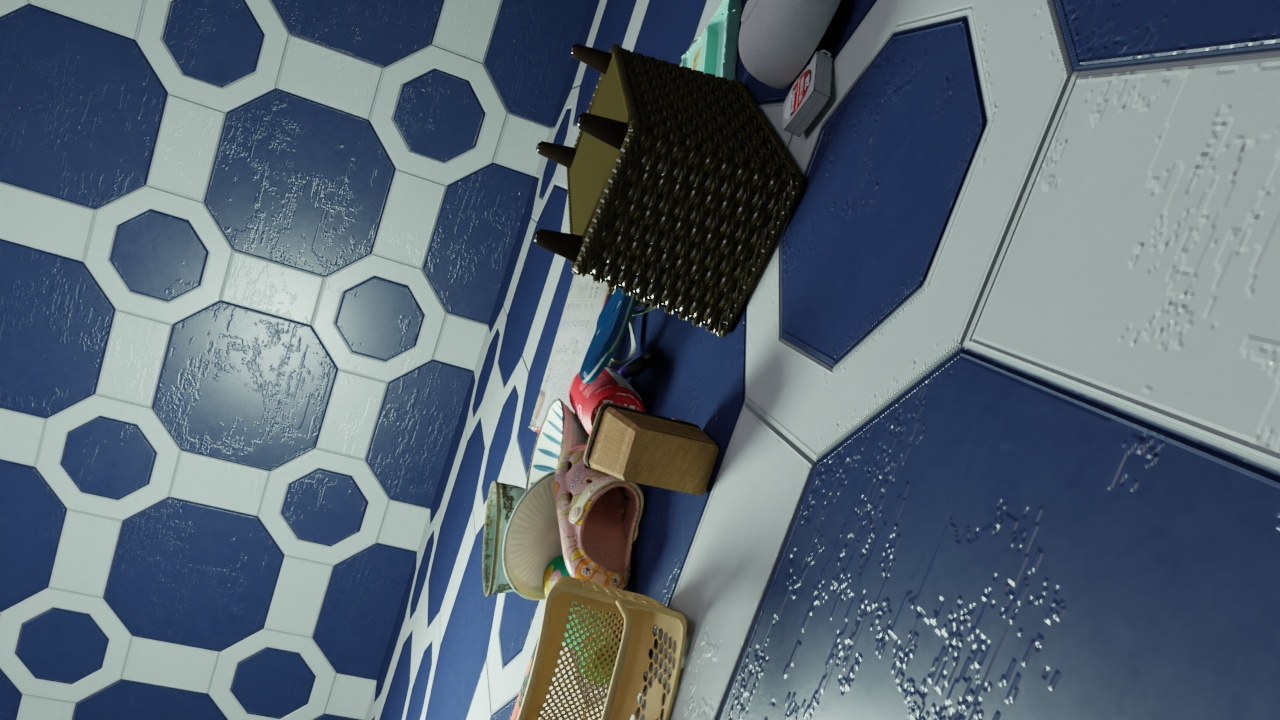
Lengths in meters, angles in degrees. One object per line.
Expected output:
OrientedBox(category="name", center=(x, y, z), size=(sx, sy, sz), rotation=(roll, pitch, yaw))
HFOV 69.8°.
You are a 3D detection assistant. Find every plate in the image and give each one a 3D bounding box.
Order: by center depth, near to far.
OrientedBox(category="plate", center=(-0.102, 0.200, 1.064), size=(0.014, 0.156, 0.157), rotation=(14, 87, 40))

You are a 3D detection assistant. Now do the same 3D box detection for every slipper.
OrientedBox(category="slipper", center=(-0.040, 0.156, 0.992), size=(0.082, 0.093, 0.196), rotation=(-50, 27, 32))
OrientedBox(category="slipper", center=(-0.014, -0.052, 1.143), size=(0.118, 0.060, 0.294), rotation=(-57, 8, 27))

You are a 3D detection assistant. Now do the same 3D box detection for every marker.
OrientedBox(category="marker", center=(-0.007, 0.007, 1.154), size=(0.018, 0.015, 0.134), rotation=(-65, 12, -19))

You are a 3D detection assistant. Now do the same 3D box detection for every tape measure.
OrientedBox(category="tape measure", center=(0.154, -0.242, 0.840), size=(0.062, 0.020, 0.060), rotation=(128, 159, -50))

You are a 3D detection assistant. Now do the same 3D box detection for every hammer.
OrientedBox(category="hammer", center=(-0.141, 0.416, 1.183), size=(0.133, 0.033, 0.333), rotation=(-126, 56, -72))

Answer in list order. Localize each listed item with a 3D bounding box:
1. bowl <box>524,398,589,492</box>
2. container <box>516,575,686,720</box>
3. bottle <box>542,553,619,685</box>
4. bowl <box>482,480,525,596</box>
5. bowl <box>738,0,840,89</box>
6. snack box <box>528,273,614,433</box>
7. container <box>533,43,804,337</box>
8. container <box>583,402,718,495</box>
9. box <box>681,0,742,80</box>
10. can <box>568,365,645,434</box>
OrientedBox(category="bowl", center=(-0.093, 0.141, 1.166), size=(0.177, 0.071, 0.177), rotation=(-167, 91, -74))
OrientedBox(category="container", center=(-0.039, 0.286, 0.772), size=(0.167, 0.129, 0.183), rotation=(-178, 105, -81))
OrientedBox(category="bottle", center=(-0.058, 0.269, 0.963), size=(0.210, 0.068, 0.068), rotation=(-143, 70, -74))
OrientedBox(category="bowl", center=(-0.167, 0.251, 1.293), size=(0.160, 0.094, 0.160), rotation=(-175, 91, -76))
OrientedBox(category="bowl", center=(0.136, -0.334, 0.877), size=(0.132, 0.064, 0.131), rotation=(-61, 12, 22))
OrientedBox(category="snack box", center=(-0.079, -0.023, 1.291), size=(0.077, 0.044, 0.272), rotation=(4, 71, 34))
OrientedBox(category="container", center=(0.008, -0.201, 0.957), size=(0.320, 0.205, 0.177), rotation=(-99, 29, -57))
OrientedBox(category="container", center=(0.015, 0.085, 0.841), size=(0.061, 0.114, 0.063), rotation=(25, 98, 61))
OrientedBox(category="box", center=(0.085, -0.371, 1.193), size=(0.137, 0.033, 0.186), rotation=(132, 151, -57))
OrientedBox(category="can", center=(-0.042, 0.053, 1.117), size=(0.142, 0.074, 0.074), rotation=(-138, 66, -73))
